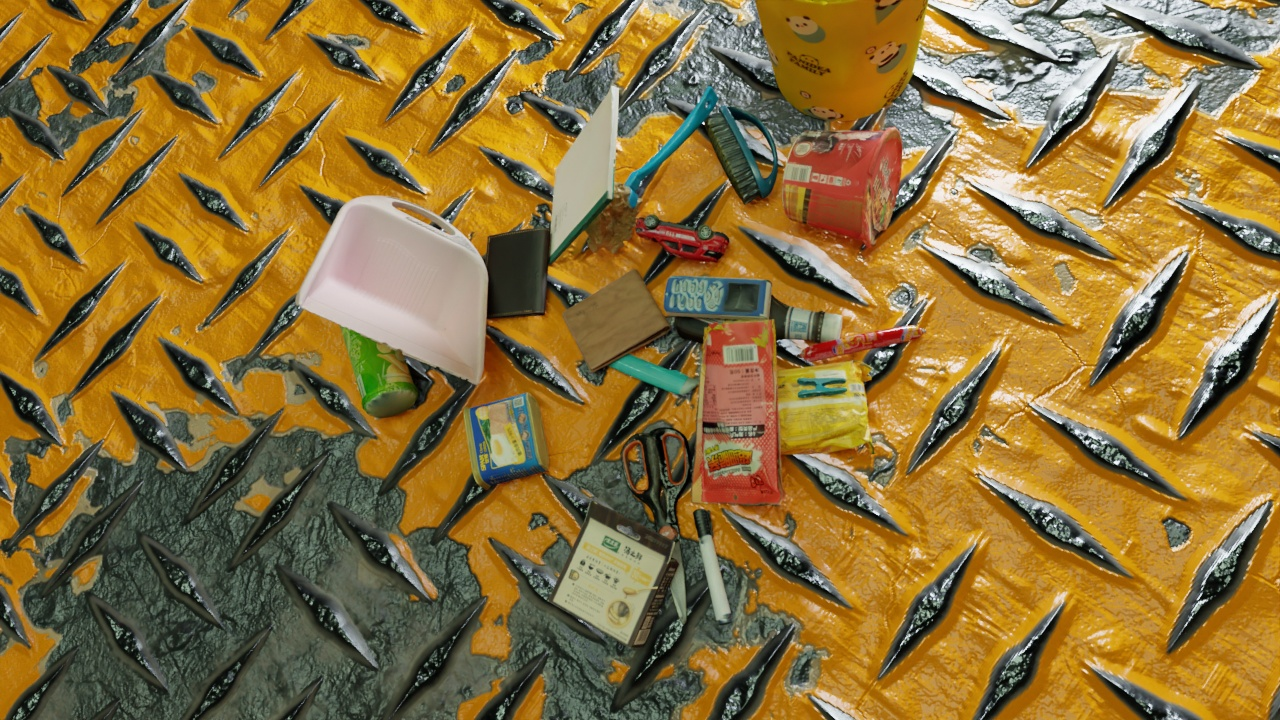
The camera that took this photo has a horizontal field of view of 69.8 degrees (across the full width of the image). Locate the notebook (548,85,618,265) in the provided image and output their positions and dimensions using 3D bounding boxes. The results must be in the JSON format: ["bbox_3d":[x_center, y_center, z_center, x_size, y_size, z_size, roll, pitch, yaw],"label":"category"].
[{"bbox_3d":[-0.075,-0.224,1.149,0.012,0.210,0.150,10,70,-22],"label":"notebook"}]

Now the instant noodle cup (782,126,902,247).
[{"bbox_3d":[0.239,-0.214,1.091,0.109,0.138,0.137,15,75,27],"label":"instant noodle cup"}]

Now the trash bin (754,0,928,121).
[{"bbox_3d":[0.242,-0.436,1.099,0.230,0.255,0.229,-5,69,12],"label":"trash bin"}]

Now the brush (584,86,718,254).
[{"bbox_3d":[0.014,-0.242,1.166,0.255,0.083,0.046,-49,49,3],"label":"brush"}]

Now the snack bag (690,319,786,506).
[{"bbox_3d":[0.109,0.059,1.031,0.129,0.073,0.207,-6,82,46],"label":"snack bag"}]

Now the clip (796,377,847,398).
[{"bbox_3d":[0.203,0.030,1.028,0.057,0.014,0.046,-6,62,10],"label":"clip"}]

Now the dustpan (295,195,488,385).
[{"bbox_3d":[-0.284,-0.108,1.117,0.139,0.222,0.273,-62,25,6],"label":"dustpan"}]

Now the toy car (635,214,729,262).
[{"bbox_3d":[0.051,-0.153,1.156,0.120,0.053,0.045,16,91,15],"label":"toy car"}]

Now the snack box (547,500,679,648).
[{"bbox_3d":[-0.027,0.238,1.025,0.113,0.053,0.125,23,85,24],"label":"snack box"}]

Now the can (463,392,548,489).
[{"bbox_3d":[-0.162,0.097,1.118,0.083,0.057,0.102,-15,68,6],"label":"can"}]

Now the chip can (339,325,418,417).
[{"bbox_3d":[-0.354,-0.031,1.204,0.072,0.072,0.221,-26,67,4],"label":"chip can"}]

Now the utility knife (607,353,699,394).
[{"bbox_3d":[-0.007,0.007,1.135,0.171,0.013,0.029,22,75,24],"label":"utility knife"}]

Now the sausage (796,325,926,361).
[{"bbox_3d":[0.256,-0.021,1.060,0.156,0.020,0.020,-12,68,-4],"label":"sausage"}]

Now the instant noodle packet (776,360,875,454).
[{"bbox_3d":[0.202,0.057,1.048,0.128,0.044,0.110,-4,68,10],"label":"instant noodle packet"}]

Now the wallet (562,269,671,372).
[{"bbox_3d":[-0.032,-0.050,1.153,0.115,0.020,0.101,-30,59,1],"label":"wallet"}]

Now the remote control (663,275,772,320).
[{"bbox_3d":[0.091,-0.073,1.084,0.125,0.024,0.049,4,70,15],"label":"remote control"}]

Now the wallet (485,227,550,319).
[{"bbox_3d":[-0.166,-0.114,1.213,0.096,0.020,0.122,-5,70,22],"label":"wallet"}]

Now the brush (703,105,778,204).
[{"bbox_3d":[0.135,-0.269,1.175,0.073,0.055,0.143,-25,66,5],"label":"brush"}]

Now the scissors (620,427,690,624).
[{"bbox_3d":[0.043,0.183,1.053,0.125,0.022,0.234,-31,66,1],"label":"scissors"}]

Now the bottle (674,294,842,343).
[{"bbox_3d":[0.142,-0.050,1.102,0.195,0.044,0.079,9,73,16],"label":"bottle"}]

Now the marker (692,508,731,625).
[{"bbox_3d":[0.082,0.230,1.030,0.022,0.018,0.130,-13,67,-1],"label":"marker"}]
